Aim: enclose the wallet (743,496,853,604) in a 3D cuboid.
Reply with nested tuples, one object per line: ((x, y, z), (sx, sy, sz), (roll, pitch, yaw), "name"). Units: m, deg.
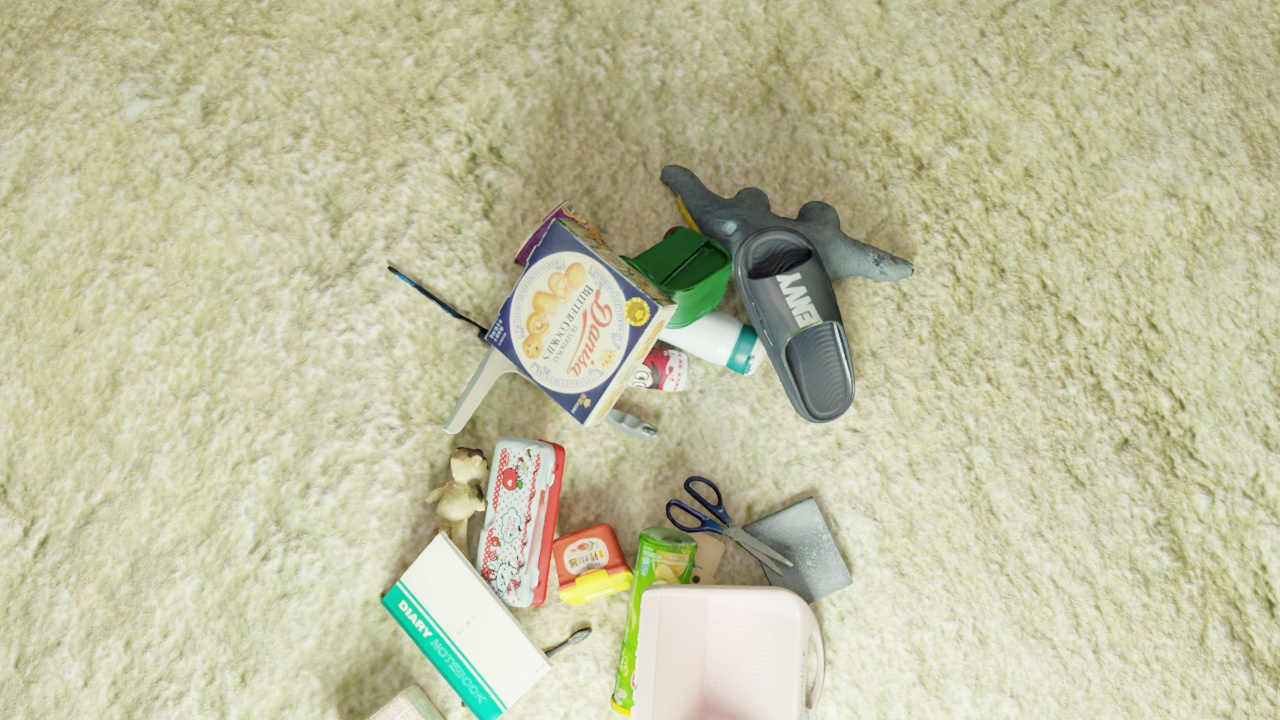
((0.197, 0.244, 1.147), (0.097, 0.019, 0.121), (-24, 82, 1), "wallet")

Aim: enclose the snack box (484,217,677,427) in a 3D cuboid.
((-0.075, -0.047, 1.099), (0.182, 0.045, 0.178), (40, 111, 18), "snack box")

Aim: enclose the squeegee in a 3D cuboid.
((-0.087, 0.045, 1.183), (0.246, 0.039, 0.245), (27, 66, 1), "squeegee")

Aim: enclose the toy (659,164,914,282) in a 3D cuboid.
((0.178, -0.154, 1.183), (0.356, 0.092, 0.137), (21, 55, 5), "toy")

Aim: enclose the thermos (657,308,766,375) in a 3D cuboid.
((0.056, -0.050, 1.178), (0.224, 0.073, 0.073), (23, 83, 6), "thermos")

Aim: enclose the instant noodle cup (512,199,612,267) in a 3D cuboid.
((-0.092, -0.135, 1.181), (0.099, 0.111, 0.111), (41, 85, -1), "instant noodle cup")

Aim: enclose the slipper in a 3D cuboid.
((0.204, -0.037, 1.107), (0.110, 0.083, 0.268), (-27, 109, -8), "slipper")

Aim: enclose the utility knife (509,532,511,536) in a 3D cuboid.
((-0.174, 0.227, 1.170), (0.029, 0.013, 0.161), (20, 85, 8), "utility knife")

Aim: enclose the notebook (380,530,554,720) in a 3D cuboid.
((-0.215, 0.330, 1.117), (0.209, 0.012, 0.151), (47, 116, 11), "notebook")

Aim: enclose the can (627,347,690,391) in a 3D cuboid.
((-0.007, 0.007, 1.163), (0.132, 0.053, 0.053), (8, 81, -10), "can")

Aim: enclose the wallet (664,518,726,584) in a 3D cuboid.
((0.052, 0.266, 1.148), (0.087, 0.024, 0.115), (24, 82, 11), "wallet")

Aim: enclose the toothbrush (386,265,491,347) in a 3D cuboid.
((-0.264, -0.072, 1.222), (0.189, 0.014, 0.016), (34, 107, 8), "toothbrush")

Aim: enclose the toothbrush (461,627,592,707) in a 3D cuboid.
((-0.142, 0.383, 1.142), (0.189, 0.017, 0.014), (-30, 80, -1), "toothbrush")

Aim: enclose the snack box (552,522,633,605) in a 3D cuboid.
((-0.061, 0.250, 1.131), (0.091, 0.082, 0.080), (-18, 67, -1), "snack box")

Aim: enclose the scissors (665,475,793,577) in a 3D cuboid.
((0.105, 0.217, 1.136), (0.128, 0.012, 0.173), (-21, 63, -14), "scissors")

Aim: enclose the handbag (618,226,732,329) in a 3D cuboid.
((0.042, -0.108, 1.139), (0.131, 0.068, 0.120), (-33, 58, -32), "handbag")

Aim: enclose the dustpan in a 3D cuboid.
((0.108, 0.358, 1.037), (0.139, 0.273, 0.222), (2, 88, 26), "dustpan")

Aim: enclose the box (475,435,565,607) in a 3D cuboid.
((-0.151, 0.194, 1.114), (0.091, 0.094, 0.201), (9, 87, -21), "box")

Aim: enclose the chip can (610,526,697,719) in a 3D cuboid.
((0.017, 0.311, 1.098), (0.072, 0.072, 0.221), (10, 92, 4), "chip can")

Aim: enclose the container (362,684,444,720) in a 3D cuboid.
((-0.298, 0.458, 1.101), (0.111, 0.090, 0.090), (-40, 81, -7), "container")

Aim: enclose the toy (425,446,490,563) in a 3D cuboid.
((-0.225, 0.187, 1.159), (0.105, 0.066, 0.157), (3, 83, 46), "toy")
